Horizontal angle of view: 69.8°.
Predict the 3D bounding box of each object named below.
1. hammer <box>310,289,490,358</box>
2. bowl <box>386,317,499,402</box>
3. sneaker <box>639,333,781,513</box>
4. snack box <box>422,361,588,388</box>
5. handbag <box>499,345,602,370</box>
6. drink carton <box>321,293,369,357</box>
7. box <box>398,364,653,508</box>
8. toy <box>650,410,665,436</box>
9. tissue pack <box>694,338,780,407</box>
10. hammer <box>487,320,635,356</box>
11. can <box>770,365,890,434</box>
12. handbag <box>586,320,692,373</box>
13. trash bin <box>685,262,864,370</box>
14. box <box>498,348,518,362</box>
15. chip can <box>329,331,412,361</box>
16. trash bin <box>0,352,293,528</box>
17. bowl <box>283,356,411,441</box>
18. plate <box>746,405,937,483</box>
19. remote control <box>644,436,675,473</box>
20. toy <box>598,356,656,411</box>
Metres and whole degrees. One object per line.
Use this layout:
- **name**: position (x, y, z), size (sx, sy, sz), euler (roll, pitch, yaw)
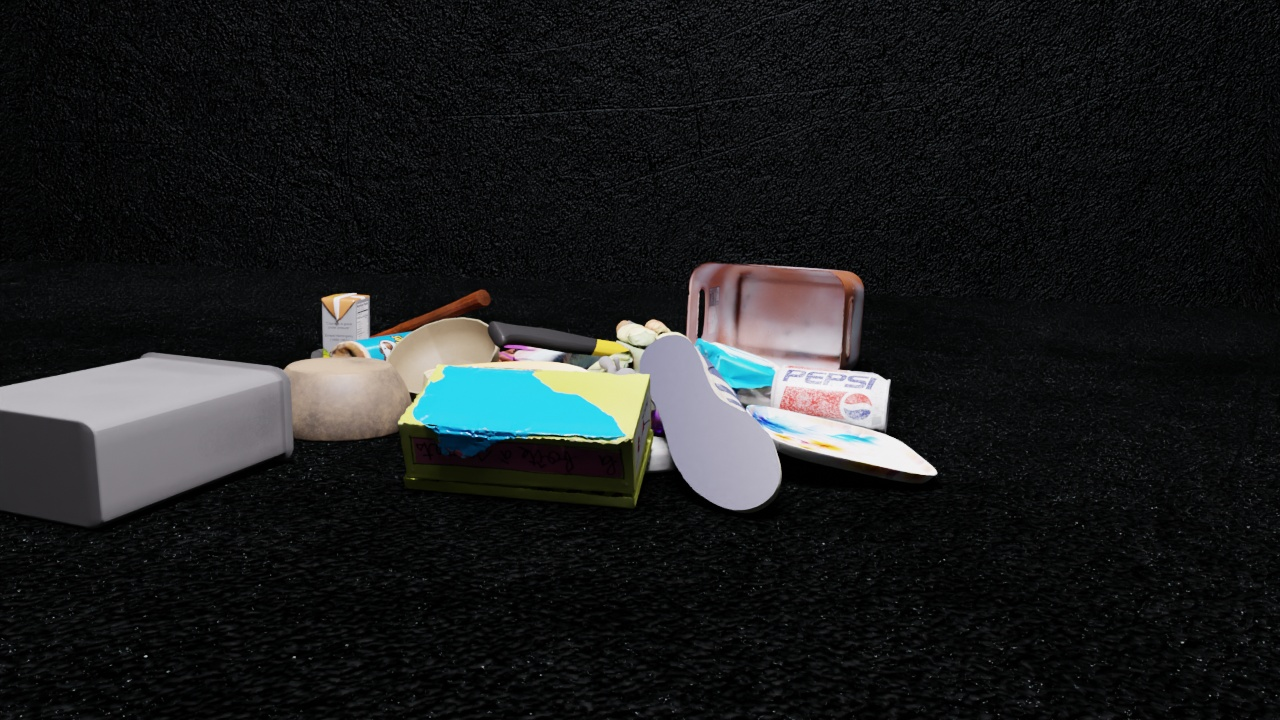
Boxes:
- **hammer**: position (-0.352, -0.049, 1.388), size (0.301, 0.028, 0.110), euler (-18, -1, 26)
- **bowl**: position (-0.257, 0.010, 1.217), size (0.152, 0.050, 0.152), euler (-7, 40, 6)
- **sneaker**: position (0.080, 0.087, 0.922), size (0.091, 0.118, 0.233), euler (-35, 48, 0)
- **snack box**: position (-0.142, 0.045, 1.054), size (0.195, 0.081, 0.145), euler (-2, 11, -21)
- **handbag**: position (-0.144, -0.010, 1.325), size (0.170, 0.068, 0.144), euler (21, 18, 29)
- **drink carton**: position (-0.417, -0.031, 1.304), size (0.048, 0.125, 0.076), euler (3, 10, 2)
- **box**: position (-0.104, 0.067, 0.867), size (0.221, 0.082, 0.124), euler (1, 28, 7)
- **toy**: position (0.023, 0.063, 1.063), size (0.088, 0.056, 0.106), euler (-6, -11, 19)
- **tissue pack**: position (0.133, 0.018, 1.277), size (0.117, 0.066, 0.209), euler (17, 6, -7)
- **hammer**: position (-0.068, -0.019, 1.247), size (0.323, 0.029, 0.127), euler (9, 36, -43)
- **can**: position (0.232, 0.050, 1.120), size (0.136, 0.078, 0.078), euler (5, 10, 18)
- **handbag**: position (-0.007, 0.007, 1.152), size (0.113, 0.117, 0.187), euler (6, -10, -30)
- **trash bin**: position (0.226, -0.066, 1.502), size (0.260, 0.181, 0.157), euler (7, 9, 28)
- **box**: position (-0.222, 0.014, 1.341), size (0.058, 0.060, 0.186), euler (-29, -4, 24)
- **chip can**: position (-0.336, -0.002, 1.306), size (0.080, 0.080, 0.229), euler (7, 10, 26)
- **trash bin**: position (-0.468, 0.064, 0.838), size (0.192, 0.098, 0.219), euler (5, 12, 18)
- **bowl**: position (-0.349, 0.040, 1.069), size (0.162, 0.070, 0.162), euler (2, 10, -1)
- **plate**: position (0.208, 0.090, 0.984), size (0.187, 0.016, 0.187), euler (13, 9, -4)
- **remote control**: position (-0.020, 0.097, 0.938), size (0.114, 0.028, 0.060), euler (0, 12, -13)
- **toy**: position (-0.016, 0.022, 1.026), size (0.030, 0.049, 0.112), euler (-21, 24, -22)
